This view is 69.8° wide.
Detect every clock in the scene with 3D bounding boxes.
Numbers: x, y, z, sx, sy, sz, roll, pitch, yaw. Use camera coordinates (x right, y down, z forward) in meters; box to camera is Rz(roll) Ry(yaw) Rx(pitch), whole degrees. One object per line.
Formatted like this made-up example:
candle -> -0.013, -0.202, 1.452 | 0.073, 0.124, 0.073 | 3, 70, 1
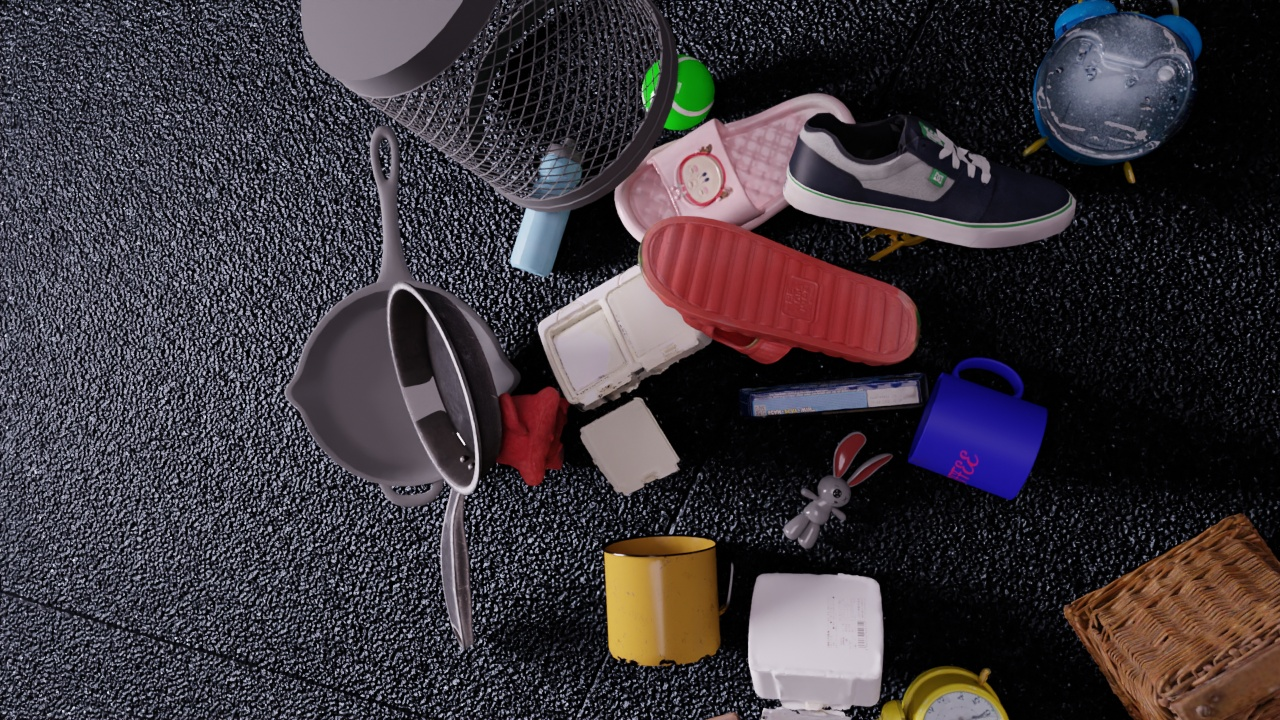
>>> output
clock -> 0.248, 0.304, 0.753 | 0.119, 0.057, 0.083 | -31, 81, 4
clock -> 0.384, -0.231, 0.742 | 0.117, 0.060, 0.161 | 21, 91, 14

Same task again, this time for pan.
pan -> -0.166, 0.101, 0.811 | 0.187, 0.055, 0.357 | 27, 129, 52
pan -> -0.228, -0.040, 0.867 | 0.216, 0.024, 0.354 | -4, 94, -4

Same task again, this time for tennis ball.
tennis ball -> 0.034, -0.240, 0.822 | 0.065, 0.065, 0.065 | -1, 88, 13

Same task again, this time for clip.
clip -> 0.221, -0.103, 0.786 | 0.049, 0.054, 0.044 | 23, 72, -11

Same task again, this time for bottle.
bottle -> -0.085, -0.145, 0.859 | 0.040, 0.040, 0.130 | 18, 92, 13

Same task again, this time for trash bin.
trash bin -> -0.119, -0.262, 0.744 | 0.218, 0.227, 0.217 | -8, 74, 30

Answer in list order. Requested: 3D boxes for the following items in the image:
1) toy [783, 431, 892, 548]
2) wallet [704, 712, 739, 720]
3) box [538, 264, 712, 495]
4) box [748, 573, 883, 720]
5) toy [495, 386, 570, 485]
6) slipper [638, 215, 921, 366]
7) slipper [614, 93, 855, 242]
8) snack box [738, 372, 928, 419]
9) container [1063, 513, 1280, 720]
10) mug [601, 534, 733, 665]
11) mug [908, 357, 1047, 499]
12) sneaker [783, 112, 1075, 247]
toy -> 0.168, 0.114, 0.794 | 0.049, 0.030, 0.112 | 34, 99, -16
wallet -> 0.067, 0.382, 0.816 | 0.087, 0.013, 0.121 | -21, 83, 16
box -> -0.005, 0.004, 0.795 | 0.143, 0.070, 0.186 | -31, 65, 10
box -> 0.151, 0.267, 0.778 | 0.109, 0.137, 0.120 | -2, 45, 14
toy -> -0.119, 0.062, 0.811 | 0.094, 0.133, 0.088 | 8, 78, 7
slipper -> 0.114, -0.048, 0.791 | 0.249, 0.059, 0.103 | 18, 65, -2
slipper -> 0.084, -0.166, 0.813 | 0.222, 0.055, 0.106 | -21, 85, 10
snack box -> 0.162, 0.031, 0.773 | 0.150, 0.082, 0.027 | -5, 85, 12
container -> 0.453, 0.264, 0.640 | 0.162, 0.183, 0.250 | -35, 80, 12
mug -> 0.029, 0.205, 0.796 | 0.123, 0.101, 0.094 | -2, 89, -28
mug -> 0.279, 0.048, 0.752 | 0.083, 0.079, 0.111 | 20, 64, 13
sneaker -> 0.239, -0.152, 0.736 | 0.235, 0.084, 0.079 | 8, 134, 0
